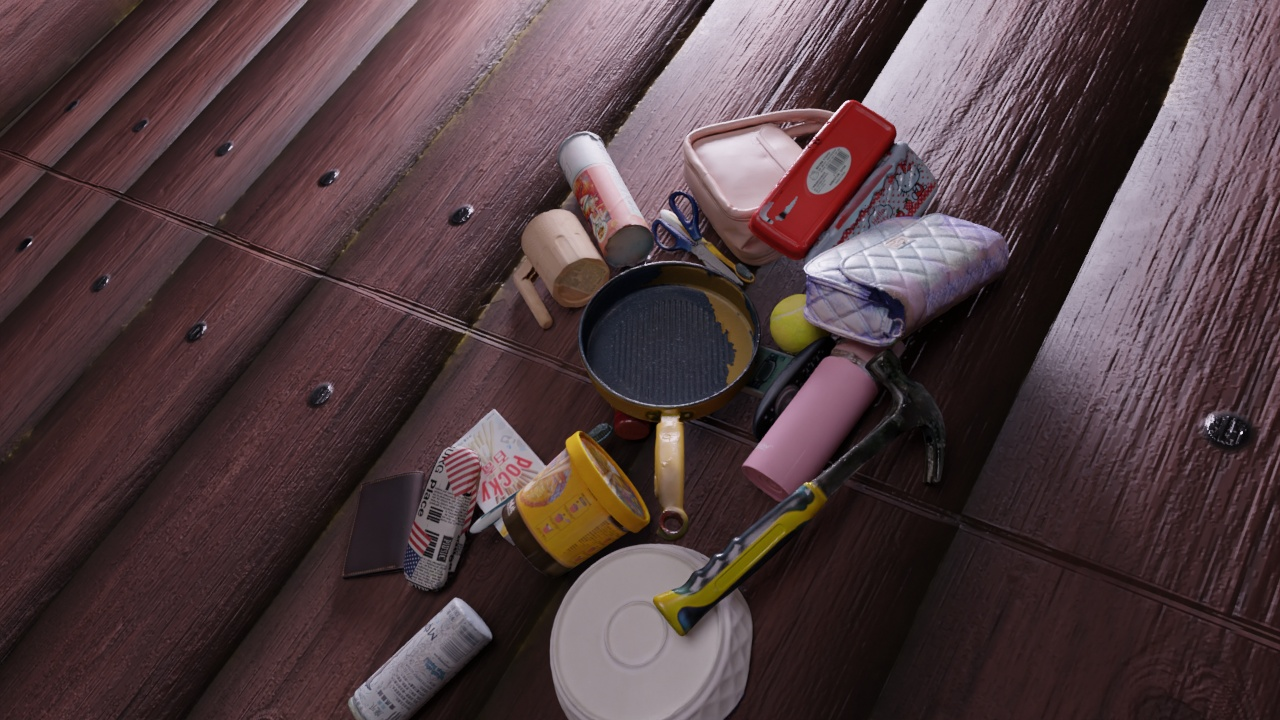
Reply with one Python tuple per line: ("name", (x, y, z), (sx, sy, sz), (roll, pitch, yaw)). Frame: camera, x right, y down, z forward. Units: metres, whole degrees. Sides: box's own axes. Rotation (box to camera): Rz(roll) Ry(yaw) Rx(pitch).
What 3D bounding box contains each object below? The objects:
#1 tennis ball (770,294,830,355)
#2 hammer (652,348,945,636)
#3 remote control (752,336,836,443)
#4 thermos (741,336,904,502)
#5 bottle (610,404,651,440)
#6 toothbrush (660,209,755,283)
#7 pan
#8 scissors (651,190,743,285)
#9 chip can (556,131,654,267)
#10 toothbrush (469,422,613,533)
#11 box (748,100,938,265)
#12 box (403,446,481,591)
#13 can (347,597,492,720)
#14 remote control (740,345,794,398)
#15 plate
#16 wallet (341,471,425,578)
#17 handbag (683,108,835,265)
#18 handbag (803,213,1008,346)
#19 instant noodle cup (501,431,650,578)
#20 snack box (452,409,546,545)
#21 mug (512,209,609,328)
("tennis ball", (0.172, -0.039, 0.991), (0.065, 0.065, 0.065), (-12, 53, 17))
("hammer", (0.150, 0.136, 0.843), (0.323, 0.032, 0.126), (-39, 90, -9))
("remote control", (0.157, 0.028, 0.959), (0.024, 0.053, 0.136), (31, 73, 38))
("thermos", (0.189, 0.050, 0.912), (0.198, 0.067, 0.087), (-49, 12, -13))
("bottle", (-0.006, 0.006, 1.047), (0.057, 0.057, 0.174), (-11, 53, 18))
("toothbrush", (0.079, -0.146, 1.141), (0.016, 0.018, 0.191), (-39, 50, -8))
("pan", (0.030, 0.033, 0.941), (0.198, 0.078, 0.356), (-3, 55, 4))
("scissors", (0.065, -0.132, 1.132), (0.133, 0.012, 0.172), (-25, 70, 41))
("chip can", (-0.048, -0.215, 1.216), (0.071, 0.071, 0.214), (-29, 50, 4))
("toothbrush", (-0.109, 0.128, 0.999), (0.191, 0.018, 0.016), (-36, 51, -5))
("box", (0.232, -0.177, 1.023), (0.161, 0.058, 0.200), (40, 77, -3))
("box", (-0.217, 0.175, 1.024), (0.069, 0.052, 0.164), (7, 75, 49))
("can", (-0.222, 0.311, 0.930), (0.146, 0.058, 0.058), (-43, 50, -8))
("remote control", (0.107, 0.003, 1.021), (0.135, 0.019, 0.056), (21, 68, 35))
("plate", (0.003, 0.265, 0.869), (0.205, 0.045, 0.204), (-13, 52, 17))
("wallet", (-0.302, 0.193, 1.078), (0.096, 0.020, 0.122), (-14, 53, 22))
("handbag", (0.183, -0.235, 1.127), (0.234, 0.093, 0.193), (-25, 49, -4))
("handbag", (0.264, -0.088, 0.929), (0.193, 0.076, 0.134), (-30, 38, -33))
("instant noodle cup", (-0.070, 0.153, 0.941), (0.114, 0.118, 0.118), (-39, 49, 5))
("snack box", (-0.157, 0.130, 1.050), (0.084, 0.027, 0.157), (-42, 50, -8))
("mug", (-0.108, -0.115, 1.175), (0.125, 0.084, 0.103), (-49, 48, 19))
